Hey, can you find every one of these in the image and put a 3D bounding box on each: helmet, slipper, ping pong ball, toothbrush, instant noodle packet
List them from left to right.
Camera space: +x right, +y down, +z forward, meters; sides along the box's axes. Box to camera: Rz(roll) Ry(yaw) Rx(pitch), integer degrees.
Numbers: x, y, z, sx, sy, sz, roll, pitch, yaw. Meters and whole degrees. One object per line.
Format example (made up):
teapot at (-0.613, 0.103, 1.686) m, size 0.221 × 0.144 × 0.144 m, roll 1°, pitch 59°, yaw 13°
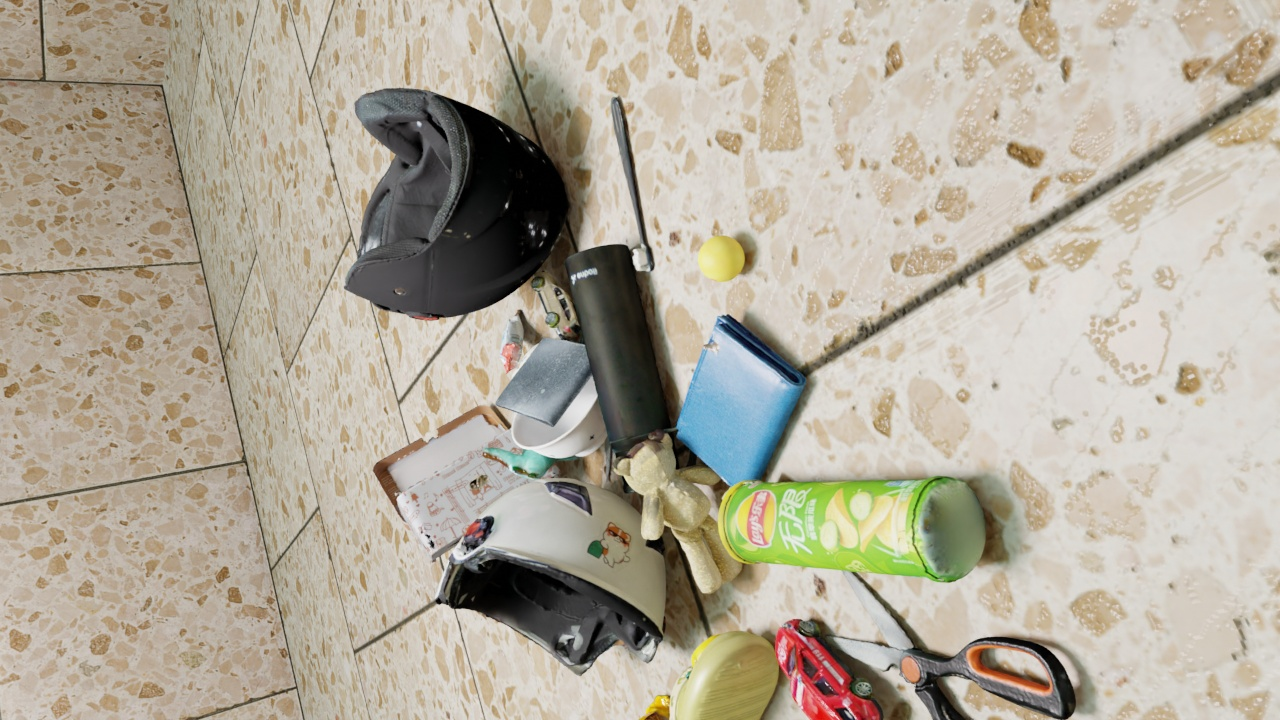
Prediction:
helmet at (-0.220, -0.162, 1.034) m, size 0.276 × 0.230 × 0.233 m, roll -26°, pitch 59°, yaw 53°
helmet at (-0.075, 0.205, 0.954) m, size 0.275 × 0.230 × 0.156 m, roll -44°, pitch 21°, yaw 52°
toothbrush at (-0.012, -0.177, 0.917) m, size 0.016 × 0.018 × 0.181 m, roll -17°, pitch 82°, yaw 59°
instant noodle packet at (0.021, 0.404, 0.924) m, size 0.044 × 0.128 × 0.110 m, roll -18°, pitch 78°, yaw 12°
slipper at (0.062, 0.319, 0.859) m, size 0.081 × 0.091 × 0.191 m, roll 46°, pitch 134°, yaw 47°
ping pong ball at (0.070, -0.088, 0.794) m, size 0.040 × 0.040 × 0.040 m, roll 17°, pitch 112°, yaw 53°

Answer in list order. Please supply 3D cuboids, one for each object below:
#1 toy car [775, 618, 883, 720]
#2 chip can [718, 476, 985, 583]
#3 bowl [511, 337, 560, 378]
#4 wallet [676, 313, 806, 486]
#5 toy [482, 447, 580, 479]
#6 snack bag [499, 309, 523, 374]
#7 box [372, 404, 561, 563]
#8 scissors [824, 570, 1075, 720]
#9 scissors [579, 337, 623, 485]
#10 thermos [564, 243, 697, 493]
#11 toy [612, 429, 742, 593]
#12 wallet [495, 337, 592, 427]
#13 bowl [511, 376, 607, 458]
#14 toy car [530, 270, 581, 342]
toy car at (0.147, 0.263, 0.748) m, size 0.120 × 0.045 × 0.053 m, roll -134°, pitch 40°, yaw -53°
chip can at (0.152, 0.125, 0.696) m, size 0.222 × 0.072 × 0.072 m, roll -13°, pitch 86°, yaw 56°
bowl at (-0.112, 0.033, 1.070) m, size 0.113 × 0.062 × 0.113 m, roll 20°, pitch 114°, yaw 54°
wallet at (0.084, 0.040, 0.808) m, size 0.106 × 0.040 × 0.133 m, roll 43°, pitch 131°, yaw 31°
toy at (-0.120, 0.105, 1.002) m, size 0.096 × 0.091 × 0.030 m, roll 14°, pitch 107°, yaw 8°
snack bag at (-0.157, -0.023, 1.125) m, size 0.105 × 0.026 × 0.045 m, roll -99°, pitch 22°, yaw -60°
box at (-0.216, 0.148, 1.133) m, size 0.273 × 0.178 × 0.130 m, roll 14°, pitch 132°, yaw 64°
scissors at (0.222, 0.233, 0.669) m, size 0.226 × 0.021 × 0.220 m, roll -53°, pitch 51°, yaw 49°
scissors at (-0.037, 0.048, 1.009) m, size 0.166 × 0.014 × 0.163 m, roll 56°, pitch 141°, yaw 29°
thermos at (-0.005, 0.005, 0.916) m, size 0.090 × 0.068 × 0.242 m, roll -18°, pitch 84°, yaw 23°
toy at (0.038, 0.142, 0.849) m, size 0.157 × 0.105 × 0.066 m, roll 57°, pitch 150°, yaw 0°
wallet at (-0.100, 0.020, 0.987) m, size 0.121 × 0.097 × 0.019 m, roll 12°, pitch 151°, yaw 52°
bowl at (-0.073, 0.065, 0.984) m, size 0.118 × 0.118 × 0.065 m, roll 17°, pitch 153°, yaw 53°
toy car at (-0.094, -0.063, 1.039) m, size 0.090 × 0.035 × 0.042 m, roll 64°, pitch -175°, yaw 23°
